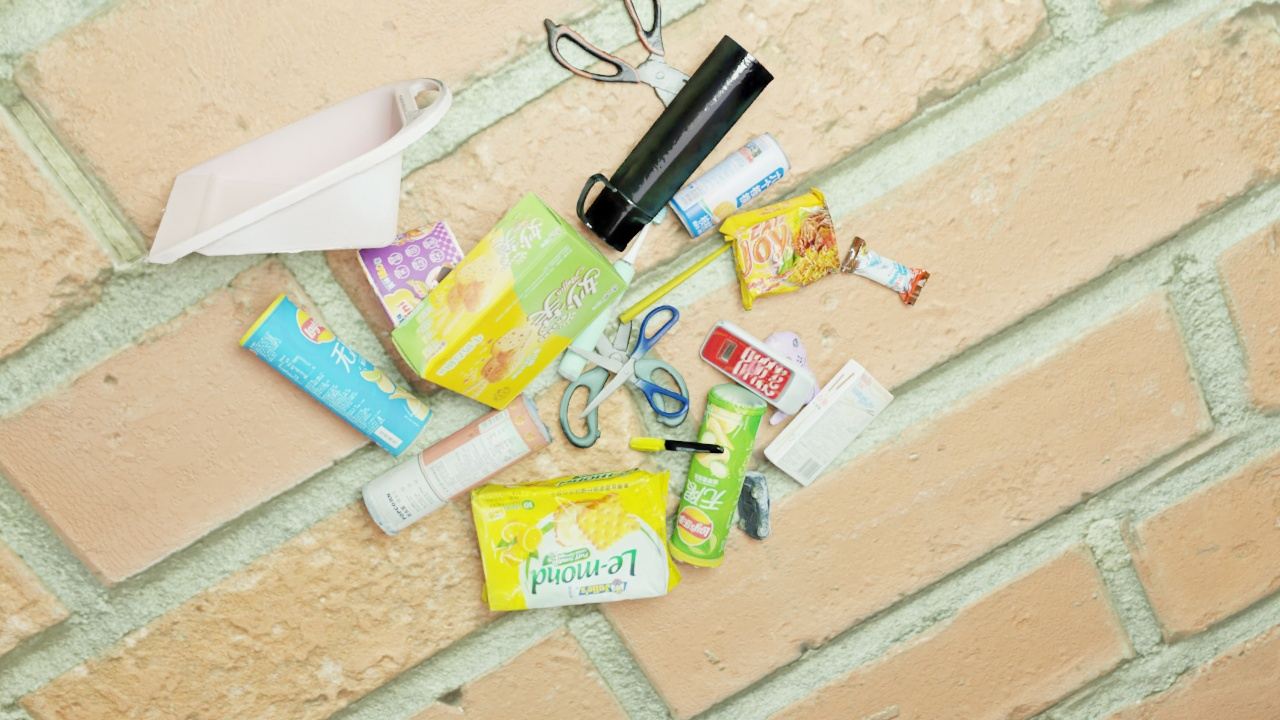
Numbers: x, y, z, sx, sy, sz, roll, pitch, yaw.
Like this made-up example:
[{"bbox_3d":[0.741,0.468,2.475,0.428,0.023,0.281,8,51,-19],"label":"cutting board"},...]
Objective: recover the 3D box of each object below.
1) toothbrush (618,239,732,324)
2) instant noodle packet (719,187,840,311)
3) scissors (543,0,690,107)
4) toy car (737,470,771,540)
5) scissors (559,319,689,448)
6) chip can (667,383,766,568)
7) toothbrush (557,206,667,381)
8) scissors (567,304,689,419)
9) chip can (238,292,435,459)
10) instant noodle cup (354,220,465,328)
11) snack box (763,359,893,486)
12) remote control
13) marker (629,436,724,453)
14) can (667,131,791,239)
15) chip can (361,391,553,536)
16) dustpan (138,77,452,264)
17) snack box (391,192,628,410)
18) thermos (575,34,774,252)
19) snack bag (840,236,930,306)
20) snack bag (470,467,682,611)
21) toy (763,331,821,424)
[{"bbox_3d":[0.058,-0.097,1.051,0.190,0.015,0.016,-34,115,1],"label":"toothbrush"},{"bbox_3d":[0.160,-0.125,1.036,0.128,0.044,0.111,-21,115,-9],"label":"instant noodle packet"},{"bbox_3d":[0.003,-0.319,0.974,0.189,0.015,0.226,-15,110,-3],"label":"scissors"},{"bbox_3d":[0.143,0.181,1.146,0.034,0.043,0.090,-21,108,-37],"label":"toy car"},{"bbox_3d":[-0.033,0.039,1.081,0.181,0.019,0.170,-40,108,1],"label":"scissors"},{"bbox_3d":[0.092,0.137,1.106,0.072,0.072,0.221,11,106,-12],"label":"chip can"},{"bbox_3d":[-0.031,-0.078,1.035,0.027,0.026,0.224,31,95,24],"label":"toothbrush"},{"bbox_3d":[-0.006,0.007,1.051,0.173,0.012,0.162,26,89,-26],"label":"scissors"},{"bbox_3d":[-0.329,0.019,1.006,0.210,0.071,0.071,41,98,-19],"label":"chip can"},{"bbox_3d":[-0.232,-0.091,0.970,0.099,0.111,0.111,-27,110,-7],"label":"instant noodle cup"},{"bbox_3d":[0.229,0.078,1.115,0.157,0.027,0.084,-48,133,7],"label":"snack box"},{"bbox_3d":[0.135,0.008,1.066,0.136,0.020,0.056,34,112,10],"label":"remote control"},{"bbox_3d":[0.042,0.101,1.079,0.124,0.015,0.018,2,147,31],"label":"marker"},{"bbox_3d":[0.098,-0.192,1.009,0.134,0.053,0.053,-35,109,4],"label":"can"},{"bbox_3d":[-0.209,0.118,1.055,0.215,0.071,0.071,-30,110,2],"label":"chip can"},{"bbox_3d":[-0.319,-0.199,0.866,0.273,0.222,0.139,-3,121,-21],"label":"dustpan"},{"bbox_3d":[-0.133,-0.055,0.966,0.210,0.070,0.157,-44,152,7],"label":"snack box"},{"bbox_3d":[0.029,-0.227,0.964,0.243,0.068,0.090,-48,142,13],"label":"thermos"},{"bbox_3d":[0.288,-0.105,1.081,0.104,0.026,0.048,26,90,-16],"label":"snack bag"},{"bbox_3d":[-0.080,0.208,1.092,0.246,0.068,0.158,-6,106,3],"label":"snack bag"},{"bbox_3d":[0.174,0.016,1.095,0.083,0.039,0.108,-27,110,-10],"label":"toy"}]
